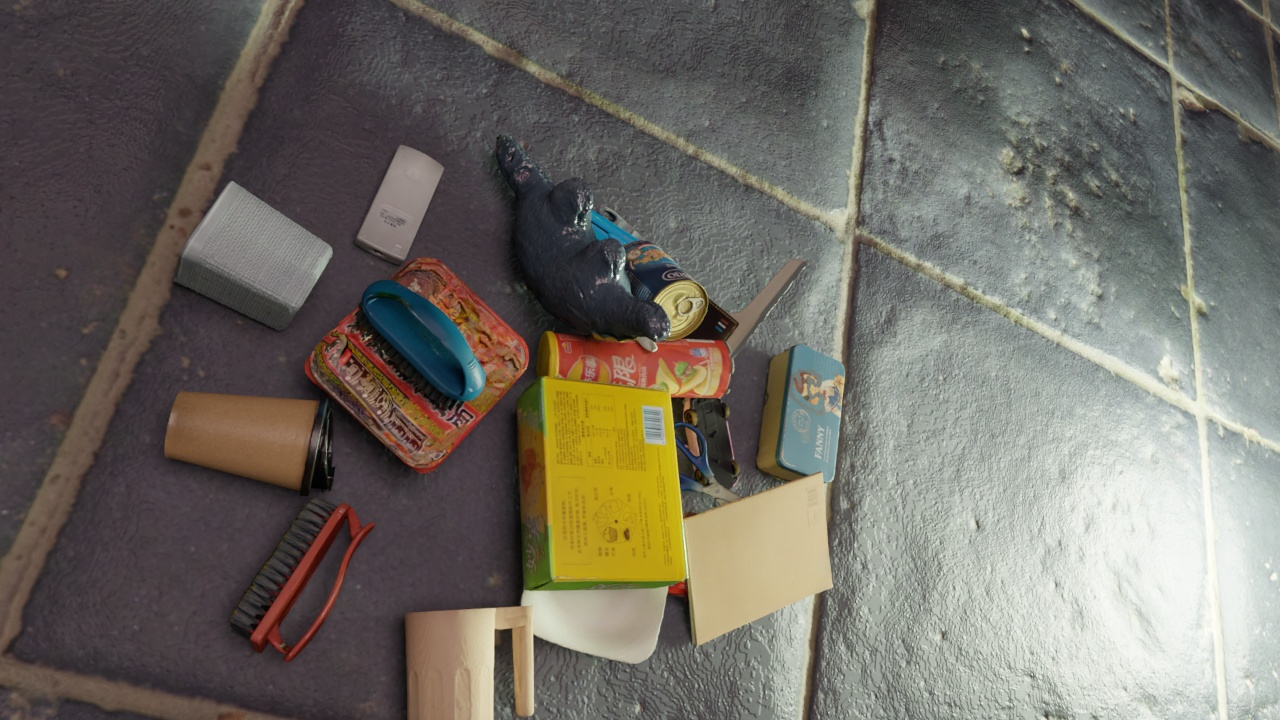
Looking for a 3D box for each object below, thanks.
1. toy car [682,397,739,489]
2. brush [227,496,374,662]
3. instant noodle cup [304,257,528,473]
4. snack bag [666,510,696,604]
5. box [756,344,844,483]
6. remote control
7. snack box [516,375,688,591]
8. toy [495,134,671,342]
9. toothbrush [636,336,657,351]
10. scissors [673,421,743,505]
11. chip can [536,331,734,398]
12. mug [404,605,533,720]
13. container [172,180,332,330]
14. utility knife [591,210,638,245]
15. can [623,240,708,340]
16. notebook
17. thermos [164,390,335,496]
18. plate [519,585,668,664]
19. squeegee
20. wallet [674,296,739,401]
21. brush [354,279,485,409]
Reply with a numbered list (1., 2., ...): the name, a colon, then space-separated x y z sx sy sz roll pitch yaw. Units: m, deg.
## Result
1. toy car: 0.081 0.098 1.095 0.056 0.037 0.122 -11 92 -26
2. brush: -0.301 0.194 0.829 0.069 0.063 0.145 29 59 -4
3. instant noodle cup: -0.224 0.005 0.929 0.164 0.079 0.188 46 58 -9
4. snack bag: 0.042 0.220 1.035 0.045 0.026 0.105 15 65 -23
5. box: 0.202 0.076 1.157 0.089 0.059 0.184 20 63 -22
6. remote control: -0.262 -0.172 1.004 0.056 0.019 0.134 25 62 -20
7. snack box: -0.042 0.130 0.952 0.157 0.070 0.209 7 66 -29
8. toy: -0.077 -0.114 1.009 0.091 0.138 0.356 -16 55 -29
9. toothbrush: -0.031 -0.074 1.047 0.016 0.017 0.187 -10 47 -34
10. scissors: 0.083 0.137 1.065 0.169 0.012 0.146 5 91 -9
11. chip can: -0.006 0.006 1.035 0.216 0.073 0.073 1 72 -19
12. mug: -0.159 0.287 0.864 0.124 0.084 0.103 5 73 -27
13. container: -0.368 -0.094 0.879 0.111 0.090 0.090 32 60 -21
14. utility knife: -0.060 -0.164 1.103 0.166 0.018 0.034 34 82 -2
15. can: 0.017 -0.082 1.049 0.075 0.075 0.111 -2 32 -30
16. notebook: 0.140 0.225 1.062 0.211 0.012 0.149 -13 103 -32
17. thermos: -0.348 0.071 0.835 0.143 0.093 0.093 11 68 -17
18. plate: -0.048 0.229 0.976 0.164 0.034 0.163 24 62 -20
19. squeegee: 0.041 -0.105 1.143 0.246 0.039 0.246 39 76 -4
20. wallet: 0.047 -0.026 1.103 0.096 0.020 0.122 39 79 -4
21. brush: -0.201 -0.020 0.859 0.144 0.074 0.055 46 48 -5
